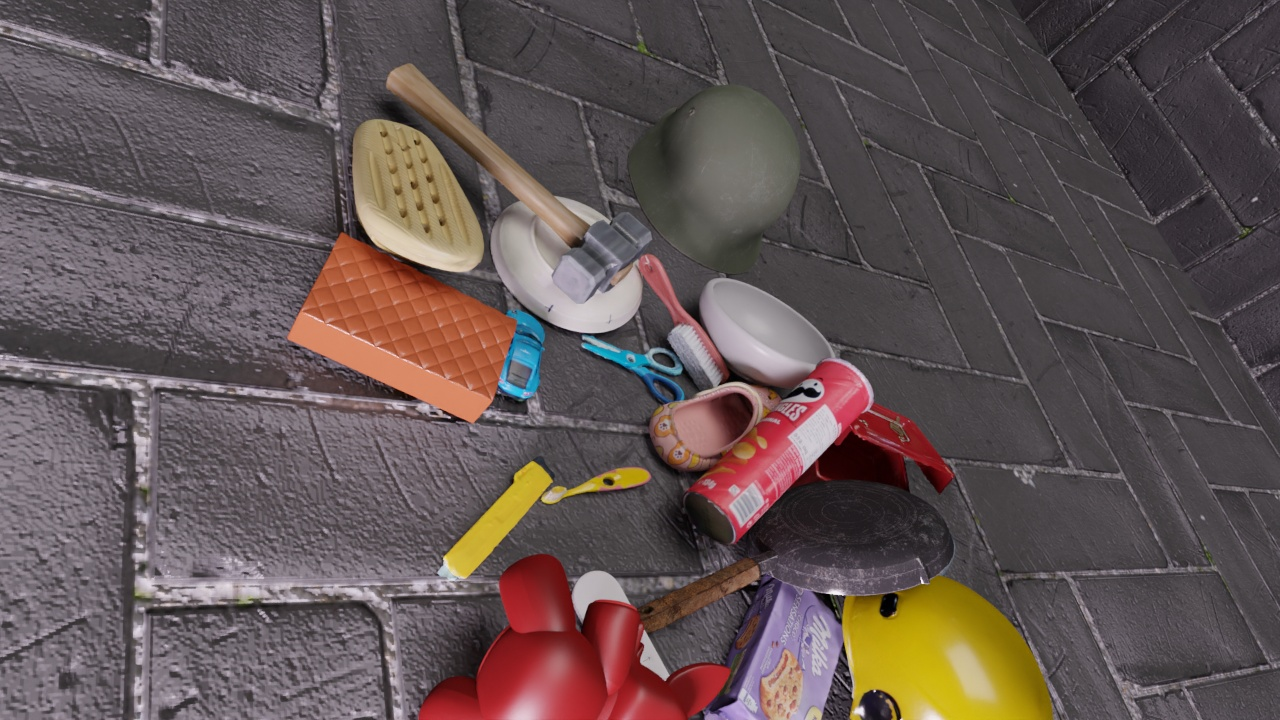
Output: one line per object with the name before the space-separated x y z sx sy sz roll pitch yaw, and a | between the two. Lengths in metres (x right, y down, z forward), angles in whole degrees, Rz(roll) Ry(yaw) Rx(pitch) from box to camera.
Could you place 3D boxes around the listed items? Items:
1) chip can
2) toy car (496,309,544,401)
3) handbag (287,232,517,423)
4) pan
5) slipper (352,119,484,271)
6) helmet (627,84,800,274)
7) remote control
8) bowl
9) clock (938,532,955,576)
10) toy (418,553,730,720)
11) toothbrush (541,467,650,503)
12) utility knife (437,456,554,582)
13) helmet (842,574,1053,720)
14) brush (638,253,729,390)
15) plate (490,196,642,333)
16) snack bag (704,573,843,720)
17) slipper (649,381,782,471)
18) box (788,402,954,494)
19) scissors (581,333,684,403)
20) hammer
chip can | 0.140 0.089 0.924 0.232 0.073 0.073 -39 87 -30
toy car | -0.117 -0.010 0.890 0.048 0.032 0.105 25 44 -24
handbag | -0.204 -0.029 0.807 0.172 0.060 0.108 27 50 -18
pan | 0.141 0.184 0.880 0.356 0.208 0.040 -14 109 -29
slipper | -0.228 -0.146 0.874 0.111 0.079 0.261 11 33 -32
helmet | 0.121 -0.267 1.207 0.227 0.154 0.267 23 46 -26
remote control | -0.014 0.242 0.779 0.043 0.013 0.136 -25 75 -21
bowl | 0.138 -0.021 1.076 0.176 0.066 0.176 25 25 -13
clock | 0.297 0.205 1.019 0.129 0.090 0.052 46 -5 -35
toy | -0.042 0.253 0.676 0.197 0.121 0.158 37 77 -26
toothbrush | -0.037 0.117 0.869 0.135 0.016 0.021 -6 59 -43
utility knife | -0.121 0.134 0.784 0.030 0.017 0.155 42 40 1
helmet | 0.307 0.310 0.883 0.208 0.140 0.240 -18 88 -47
brush | 0.042 -0.039 1.021 0.030 0.041 0.172 -42 106 -40
plate | -0.071 -0.114 0.996 0.182 0.034 0.182 17 50 -22
snack bag | 0.126 0.281 0.849 0.096 0.059 0.204 48 37 -6
slipper | 0.100 0.065 0.981 0.196 0.082 0.093 -10 67 -42
box | 0.252 0.114 1.075 0.157 0.123 0.136 24 27 -20
scissors | -0.008 0.007 0.987 0.140 0.015 0.083 20 47 -32
hammer | -0.137 -0.195 0.957 0.323 0.051 0.117 42 46 4
